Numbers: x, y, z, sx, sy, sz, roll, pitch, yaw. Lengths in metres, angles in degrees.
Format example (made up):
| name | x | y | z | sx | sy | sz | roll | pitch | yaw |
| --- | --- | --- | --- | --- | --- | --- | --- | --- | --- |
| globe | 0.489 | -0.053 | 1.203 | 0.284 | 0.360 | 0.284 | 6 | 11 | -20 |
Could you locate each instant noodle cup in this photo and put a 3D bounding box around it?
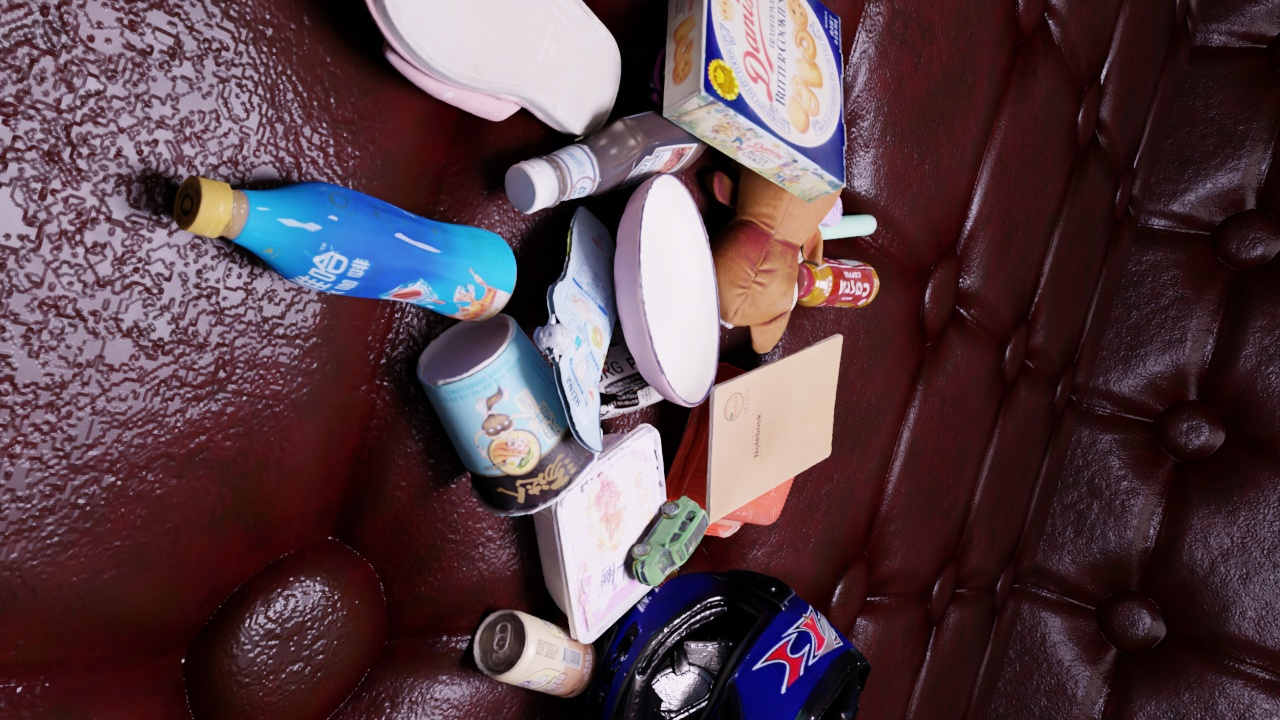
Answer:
| name | x | y | z | sx | sy | sz | roll | pitch | yaw |
| --- | --- | --- | --- | --- | --- | --- | --- | --- | --- |
| instant noodle cup | 0.107 | 0.108 | 0.984 | 0.164 | 0.079 | 0.189 | 17 | 95 | -49 |
| instant noodle cup | -0.039 | 0.148 | 0.825 | 0.137 | 0.060 | 0.174 | -33 | 130 | -41 |
| instant noodle cup | -0.102 | 0.034 | 0.670 | 0.111 | 0.111 | 0.120 | -49 | 130 | -29 |

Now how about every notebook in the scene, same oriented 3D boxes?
| name | x | y | z | sx | sy | sz | roll | pitch | yaw |
| --- | --- | --- | --- | --- | --- | --- | --- | --- | --- |
| notebook | 0.138 | 0.066 | 0.931 | 0.207 | 0.008 | 0.148 | -20 | 120 | -41 |

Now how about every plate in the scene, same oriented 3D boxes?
| name | x | y | z | sx | sy | sz | roll | pitch | yaw |
| --- | --- | --- | --- | --- | --- | --- | --- | --- | --- |
| plate | 0.019 | -0.056 | 0.757 | 0.192 | 0.039 | 0.192 | -5 | 90 | -68 |

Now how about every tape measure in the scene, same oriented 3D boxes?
| name | x | y | z | sx | sy | sz | roll | pitch | yaw |
| --- | --- | --- | --- | --- | --- | --- | --- | --- | --- |
| tape measure | 0.017 | -0.239 | 0.760 | 0.057 | 0.039 | 0.057 | 2 | 102 | -53 |

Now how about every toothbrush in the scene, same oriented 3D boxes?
| name | x | y | z | sx | sy | sz | roll | pitch | yaw |
| --- | --- | --- | --- | --- | --- | --- | --- | --- | --- |
| toothbrush | 0.214 | -0.153 | 1.062 | 0.223 | 0.027 | 0.027 | -14 | 143 | -49 |

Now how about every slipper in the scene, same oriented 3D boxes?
| name | x | y | z | sx | sy | sz | roll | pitch | yaw |
| --- | --- | --- | --- | --- | --- | --- | --- | --- | --- |
| slipper | -0.093 | -0.219 | 0.611 | 0.274 | 0.054 | 0.114 | 3 | 105 | -65 |

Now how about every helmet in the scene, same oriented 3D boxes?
| name | x | y | z | sx | sy | sz | roll | pitch | yaw |
| --- | --- | --- | --- | --- | --- | --- | --- | --- | --- |
| helmet | 0.066 | 0.321 | 0.869 | 0.315 | 0.241 | 0.247 | 26 | 85 | -65 |

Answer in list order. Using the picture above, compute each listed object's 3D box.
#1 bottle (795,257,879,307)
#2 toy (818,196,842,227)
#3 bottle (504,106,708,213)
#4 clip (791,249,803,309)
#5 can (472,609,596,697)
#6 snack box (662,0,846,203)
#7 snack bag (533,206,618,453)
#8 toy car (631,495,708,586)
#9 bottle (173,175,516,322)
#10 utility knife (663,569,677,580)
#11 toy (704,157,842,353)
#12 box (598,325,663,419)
| name | x | y | z | sx | sy | sz | roll | pitch | yaw |
| --- | --- | --- | --- | --- | --- | --- | --- | --- | --- |
| bottle | 0.215 | -0.090 | 1.062 | 0.174 | 0.057 | 0.057 | -3 | 106 | -52 |
| toy | 0.187 | -0.175 | 0.999 | 0.107 | 0.039 | 0.084 | -12 | 72 | -55 |
| bottle | -0.023 | -0.156 | 0.714 | 0.194 | 0.080 | 0.044 | -29 | 82 | -43 |
| clip | 0.160 | -0.087 | 0.973 | 0.034 | 0.081 | 0.105 | 6 | 127 | -53 |
| can | -0.090 | 0.257 | 0.803 | 0.116 | 0.059 | 0.058 | 41 | 70 | -51 |
| snack box | 0.101 | -0.249 | 0.770 | 0.182 | 0.046 | 0.177 | 20 | 64 | -38 |
| snack bag | -0.042 | -0.029 | 0.688 | 0.190 | 0.039 | 0.110 | -82 | 164 | -53 |
| toy car | 0.027 | 0.167 | 0.841 | 0.091 | 0.036 | 0.043 | -48 | 138 | -25 |
| bottle | -0.171 | -0.071 | 0.563 | 0.218 | 0.065 | 0.065 | 12 | 94 | -53 |
| utility knife | 0.019 | 0.198 | 0.951 | 0.031 | 0.021 | 0.198 | -21 | 120 | -10 |
| toy | 0.112 | -0.116 | 0.885 | 0.130 | 0.140 | 0.199 | 164 | -52 | -84 |
| box | -0.004 | 0.000 | 0.818 | 0.162 | 0.076 | 0.087 | -16 | 96 | -45 |
